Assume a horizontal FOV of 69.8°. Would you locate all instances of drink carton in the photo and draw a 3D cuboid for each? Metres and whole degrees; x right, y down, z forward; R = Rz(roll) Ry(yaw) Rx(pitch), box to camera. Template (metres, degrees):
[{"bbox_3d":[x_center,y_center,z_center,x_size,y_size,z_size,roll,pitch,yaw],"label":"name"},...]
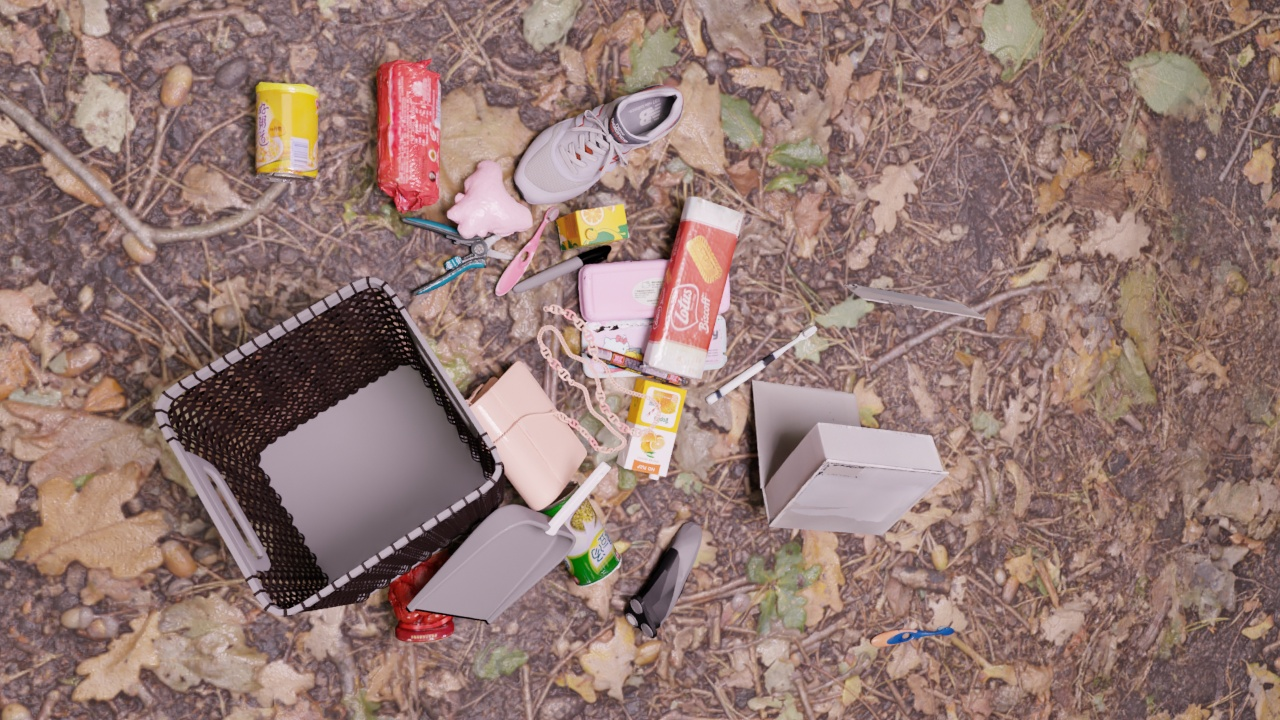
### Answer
[{"bbox_3d":[0.013,0.090,1.198,0.058,0.040,0.122,14,90,-17],"label":"drink carton"},{"bbox_3d":[-0.060,-0.161,1.116,0.058,0.122,0.041,-12,97,-16],"label":"drink carton"}]

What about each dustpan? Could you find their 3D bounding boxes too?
[{"bbox_3d":[-0.131,0.209,1.059,0.257,0.033,0.163,-49,149,1],"label":"dustpan"}]

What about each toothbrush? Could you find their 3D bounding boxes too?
[{"bbox_3d":[0.399,0.404,1.350,0.135,0.017,0.021,-4,91,-14],"label":"toothbrush"},{"bbox_3d":[0.166,0.005,1.250,0.186,0.017,0.012,-34,82,-12],"label":"toothbrush"},{"bbox_3d":[-0.141,-0.137,1.146,0.021,0.016,0.135,38,80,-32],"label":"toothbrush"}]

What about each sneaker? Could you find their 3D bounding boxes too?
[{"bbox_3d":[-0.042,-0.273,1.112,0.239,0.124,0.089,-34,102,-12],"label":"sneaker"}]

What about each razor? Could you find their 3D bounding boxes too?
[{"bbox_3d":[0.037,0.286,1.214,0.156,0.057,0.060,-53,134,-16],"label":"razor"}]

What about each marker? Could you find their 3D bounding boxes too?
[{"bbox_3d":[-0.098,-0.114,1.165,0.138,0.016,0.022,-26,124,-13],"label":"marker"}]

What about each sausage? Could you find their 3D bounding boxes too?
[{"bbox_3d":[-0.007,0.007,1.176,0.155,0.020,0.020,18,88,-23],"label":"sausage"}]

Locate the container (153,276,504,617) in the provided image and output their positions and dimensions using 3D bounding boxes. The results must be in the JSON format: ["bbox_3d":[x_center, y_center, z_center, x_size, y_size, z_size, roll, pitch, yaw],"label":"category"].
[{"bbox_3d":[-0.297,0.106,0.964,0.245,0.244,0.247,-33,78,-13],"label":"container"}]

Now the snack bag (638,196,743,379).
[{"bbox_3d":[0.066,-0.090,1.162,0.077,0.041,0.225,15,88,-19],"label":"snack bag"}]

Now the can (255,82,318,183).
[{"bbox_3d":[-0.399,-0.256,1.036,0.067,0.068,0.105,1,94,-17],"label":"can"}]

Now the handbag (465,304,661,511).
[{"bbox_3d":[-0.106,0.059,1.084,0.188,0.116,0.199,-29,103,26],"label":"handbag"}]

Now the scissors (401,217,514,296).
[{"bbox_3d":[-0.229,-0.140,1.120,0.148,0.019,0.118,-37,107,-17],"label":"scissors"}]

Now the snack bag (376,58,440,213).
[{"bbox_3d":[-0.271,-0.263,1.067,0.082,0.082,0.176,0,93,-17],"label":"snack bag"}]

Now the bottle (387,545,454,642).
[{"bbox_3d":[-0.252,0.274,1.102,0.099,0.099,0.111,-2,91,-17],"label":"bottle"}]

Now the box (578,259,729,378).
[{"bbox_3d":[0.021,-0.056,1.191,0.201,0.041,0.153,-5,96,-16],"label":"box"}]

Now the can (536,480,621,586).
[{"bbox_3d":[-0.079,0.221,1.164,0.067,0.067,0.121,-31,101,-13],"label":"can"}]

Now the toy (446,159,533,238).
[{"bbox_3d":[-0.188,-0.184,1.108,0.095,0.053,0.099,-38,99,-27],"label":"toy"}]

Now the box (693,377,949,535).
[{"bbox_3d":[0.222,0.115,1.269,0.167,0.446,0.165,8,101,-17],"label":"box"}]
